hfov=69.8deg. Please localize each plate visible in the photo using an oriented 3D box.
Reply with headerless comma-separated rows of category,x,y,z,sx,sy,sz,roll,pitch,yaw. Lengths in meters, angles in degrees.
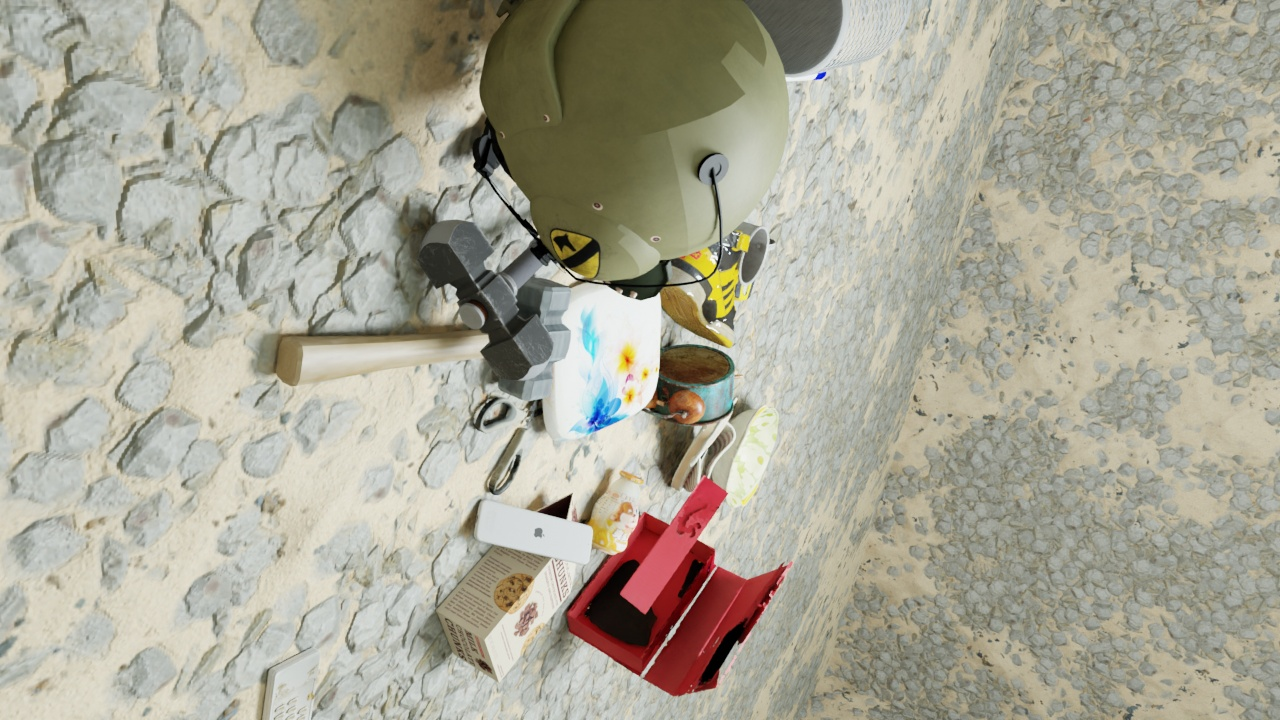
plate,-0.038,-0.004,1.055,0.186,0.016,0.187,-21,122,-43

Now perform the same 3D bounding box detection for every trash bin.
trash bin,0.223,-0.432,1.122,0.182,0.156,0.157,-33,138,-46

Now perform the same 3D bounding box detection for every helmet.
helmet,-0.012,-0.196,0.710,0.249,0.256,0.233,-57,156,-24

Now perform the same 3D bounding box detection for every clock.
clock,0.056,0.043,1.218,0.157,0.121,0.073,-31,132,-44

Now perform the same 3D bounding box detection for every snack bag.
snack bag,-0.134,0.254,1.071,0.205,0.070,0.094,-48,148,-36

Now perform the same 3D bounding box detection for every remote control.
remote control,-0.117,0.192,1.022,0.146,0.008,0.045,21,65,-31
remote control,-0.322,0.329,0.835,0.050,0.011,0.136,-16,124,-58

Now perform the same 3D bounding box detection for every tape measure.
tape measure,0.144,-0.121,1.348,0.064,0.037,0.066,-19,124,-58

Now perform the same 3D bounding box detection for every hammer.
hammer,-0.176,-0.011,0.811,0.322,0.051,0.117,-9,115,-58
hammer,-0.077,-0.123,0.883,0.156,0.043,0.321,58,39,-18

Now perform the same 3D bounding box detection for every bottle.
bottle,-0.033,0.204,1.236,0.109,0.063,0.063,-67,154,-3

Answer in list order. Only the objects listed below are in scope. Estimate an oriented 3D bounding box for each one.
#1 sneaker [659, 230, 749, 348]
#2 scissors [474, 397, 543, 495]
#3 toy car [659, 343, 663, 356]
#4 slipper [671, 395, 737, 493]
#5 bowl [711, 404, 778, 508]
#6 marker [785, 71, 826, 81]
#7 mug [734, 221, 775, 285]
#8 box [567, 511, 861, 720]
sneaker,0.091,-0.105,1.192,0.122,0.086,0.238,-61,156,-7
scissors,-0.131,0.073,1.000,0.170,0.012,0.157,1,110,-63
toy car,-0.007,0.007,1.153,0.091,0.042,0.036,-61,-176,0
slipper,0.101,0.133,1.364,0.114,0.052,0.264,-55,172,-28
bowl,0.174,0.160,1.605,0.187,0.060,0.220,-44,145,-39
marker,0.223,-0.405,1.289,0.132,0.027,0.023,-25,131,-52
mug,0.136,-0.156,1.265,0.112,0.070,0.084,-32,137,-51
box,0.099,0.357,1.263,0.210,0.379,0.124,-48,132,-33
